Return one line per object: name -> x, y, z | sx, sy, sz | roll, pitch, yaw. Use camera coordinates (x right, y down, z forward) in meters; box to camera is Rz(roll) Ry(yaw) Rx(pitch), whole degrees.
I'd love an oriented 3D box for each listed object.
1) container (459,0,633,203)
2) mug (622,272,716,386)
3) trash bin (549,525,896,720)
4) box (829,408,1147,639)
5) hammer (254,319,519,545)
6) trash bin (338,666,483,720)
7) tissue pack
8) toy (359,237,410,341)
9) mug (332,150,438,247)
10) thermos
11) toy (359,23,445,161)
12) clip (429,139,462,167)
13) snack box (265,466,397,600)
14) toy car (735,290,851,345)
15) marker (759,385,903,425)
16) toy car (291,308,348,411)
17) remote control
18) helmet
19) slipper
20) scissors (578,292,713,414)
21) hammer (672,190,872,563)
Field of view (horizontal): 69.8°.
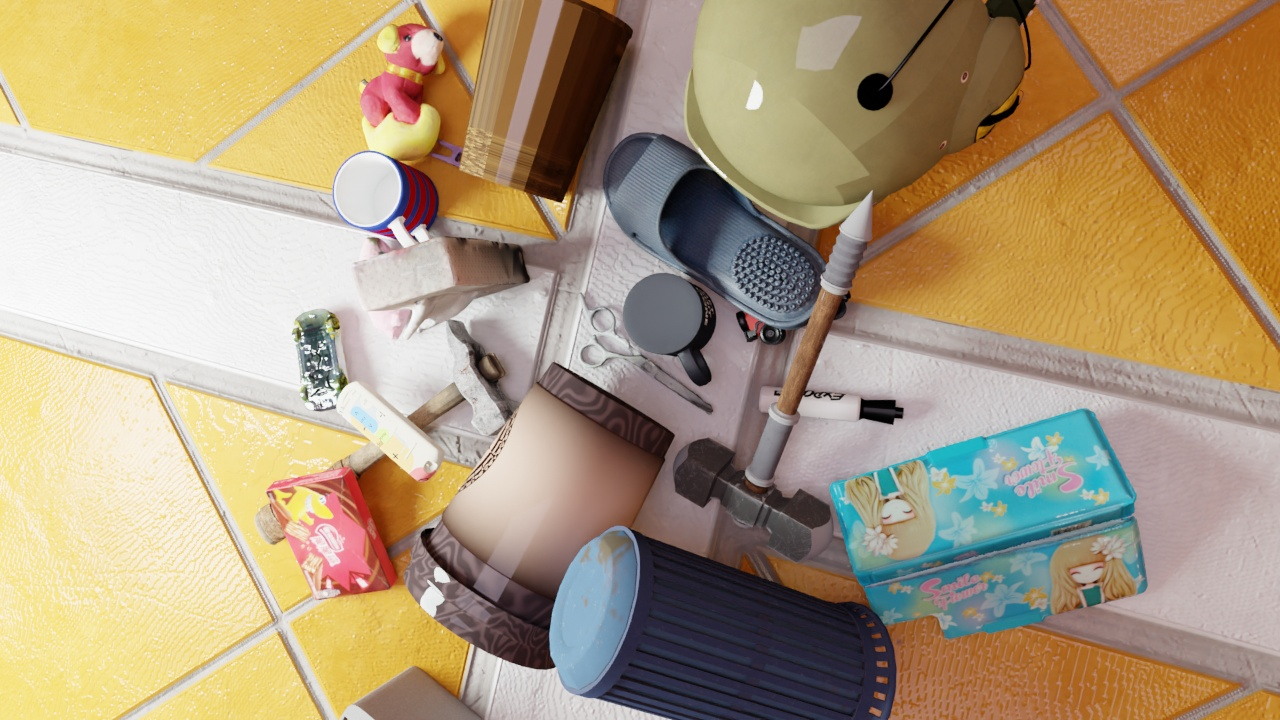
container -> -0.096, -0.241, 0.845 | 0.132, 0.132, 0.167 | 21, 100, 13
mug -> 0.035, -0.025, 0.829 | 0.071, 0.077, 0.105 | -28, 83, 12
trash bin -> 0.061, 0.227, 0.729 | 0.249, 0.139, 0.139 | 24, 95, -21
box -> 0.291, 0.150, 0.767 | 0.227, 0.083, 0.172 | -19, 84, 13
hammer -> -0.266, 0.089, 0.922 | 0.319, 0.049, 0.121 | -34, 79, 13
trash bin -> -0.260, 0.431, 0.876 | 0.114, 0.114, 0.229 | 34, 97, 12
tissue pack -> -0.175, -0.067, 0.830 | 0.104, 0.181, 0.071 | -17, 94, 13
toy -> -0.251, -0.068, 0.911 | 0.099, 0.052, 0.096 | 31, 122, 46
mug -> -0.238, -0.146, 0.899 | 0.075, 0.076, 0.112 | -38, 81, 10
thermos -> -0.082, 0.130, 0.816 | 0.173, 0.172, 0.226 | 31, 89, 12
toy -> -0.239, -0.266, 0.914 | 0.106, 0.067, 0.137 | 19, 103, 20
clip -> -0.184, -0.208, 0.921 | 0.053, 0.013, 0.037 | 39, 99, 9
snack box -> -0.307, 0.174, 0.915 | 0.089, 0.021, 0.133 | -12, 109, 13
toy car -> 0.137, -0.047, 0.818 | 0.100, 0.051, 0.049 | -23, 86, 13
marker -> 0.170, 0.041, 0.822 | 0.126, 0.025, 0.025 | 5, 90, 14
toy car -> -0.324, 0.000, 0.941 | 0.048, 0.033, 0.105 | -13, 82, 15
remote control -> -0.241, 0.067, 0.884 | 0.125, 0.018, 0.038 | 37, 99, 16
helmet -> 0.149, -0.224, 0.703 | 0.250, 0.255, 0.233 | 39, 96, 12
slipper -> 0.050, -0.122, 0.801 | 0.263, 0.082, 0.101 | 42, 98, 27
scissors -> 0.003, -0.008, 0.870 | 0.172, 0.014, 0.090 | 14, 93, 16
hammer -> 0.128, 0.013, 0.741 | 0.156, 0.042, 0.323 | 29, 125, 20
